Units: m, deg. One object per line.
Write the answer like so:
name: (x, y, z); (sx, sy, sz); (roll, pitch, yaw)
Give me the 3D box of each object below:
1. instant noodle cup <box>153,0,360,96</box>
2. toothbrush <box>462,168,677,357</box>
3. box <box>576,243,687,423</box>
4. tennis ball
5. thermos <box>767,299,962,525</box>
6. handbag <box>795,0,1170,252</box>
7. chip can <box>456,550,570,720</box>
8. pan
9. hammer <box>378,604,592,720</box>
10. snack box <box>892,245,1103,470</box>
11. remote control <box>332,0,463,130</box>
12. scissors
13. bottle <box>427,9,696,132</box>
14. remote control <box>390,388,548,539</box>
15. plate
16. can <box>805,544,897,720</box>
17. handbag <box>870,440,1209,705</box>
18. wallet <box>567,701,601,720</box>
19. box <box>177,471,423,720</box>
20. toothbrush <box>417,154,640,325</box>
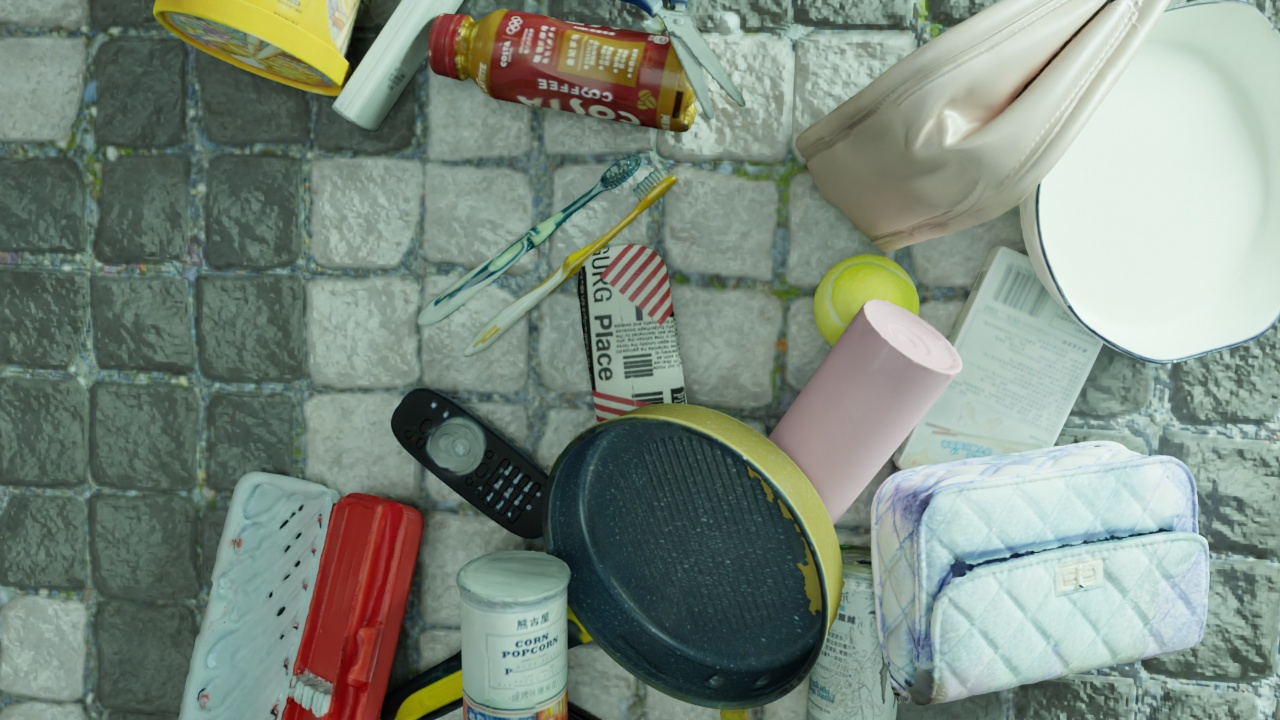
instant noodle cup: (-0.231, -0.247, 0.586); (0.118, 0.118, 0.114); (17, 89, 5)
toothbrush: (-0.052, -0.066, 0.626); (0.191, 0.016, 0.018); (-40, 78, 7)
box: (-0.004, 0.003, 0.617); (0.069, 0.052, 0.164); (-5, 93, 19)
tennis ball: (0.143, -0.034, 0.581); (0.065, 0.065, 0.065); (0, 94, 6)
thermos: (0.114, 0.066, 0.556); (0.199, 0.067, 0.087); (-60, 44, 28)
handbag: (0.207, -0.173, 0.511); (0.234, 0.193, 0.093); (-44, 95, -1)
chip can: (-0.081, 0.237, 0.594); (0.071, 0.071, 0.215); (2, 102, 6)
pan: (0.047, 0.200, 0.566); (0.198, 0.078, 0.357); (-15, 100, 37)
hammer: (-0.174, 0.254, 0.656); (0.323, 0.032, 0.126); (-29, 91, 7)
snack box: (0.236, 0.014, 0.594); (0.085, 0.027, 0.157); (24, 97, 4)
remote control: (-0.153, -0.214, 0.605); (0.019, 0.056, 0.135); (36, 98, -4)
scissors: (0.029, -0.218, 0.569); (0.172, 0.012, 0.132); (36, 69, 17)
bottle: (-0.048, -0.191, 0.595); (0.175, 0.057, 0.057); (11, 95, 6)
remote control: (-0.112, 0.071, 0.638); (0.136, 0.024, 0.053); (38, 99, 4)
plate: (0.313, -0.101, 0.541); (0.204, 0.045, 0.205); (-2, 99, -14)
can: (0.141, 0.199, 0.602); (0.058, 0.058, 0.147); (5, 95, 6)
handbag: (0.238, 0.125, 0.550); (0.193, 0.075, 0.134); (-7, 99, -12)
wallet: (-0.059, 0.308, 0.653); (0.096, 0.020, 0.122); (28, 97, 7)
box: (-0.234, 0.186, 0.632); (0.161, 0.058, 0.201); (8, 81, 23)
toothbrush: (-0.078, -0.081, 0.626); (0.192, 0.018, 0.016); (-36, 90, 7)
